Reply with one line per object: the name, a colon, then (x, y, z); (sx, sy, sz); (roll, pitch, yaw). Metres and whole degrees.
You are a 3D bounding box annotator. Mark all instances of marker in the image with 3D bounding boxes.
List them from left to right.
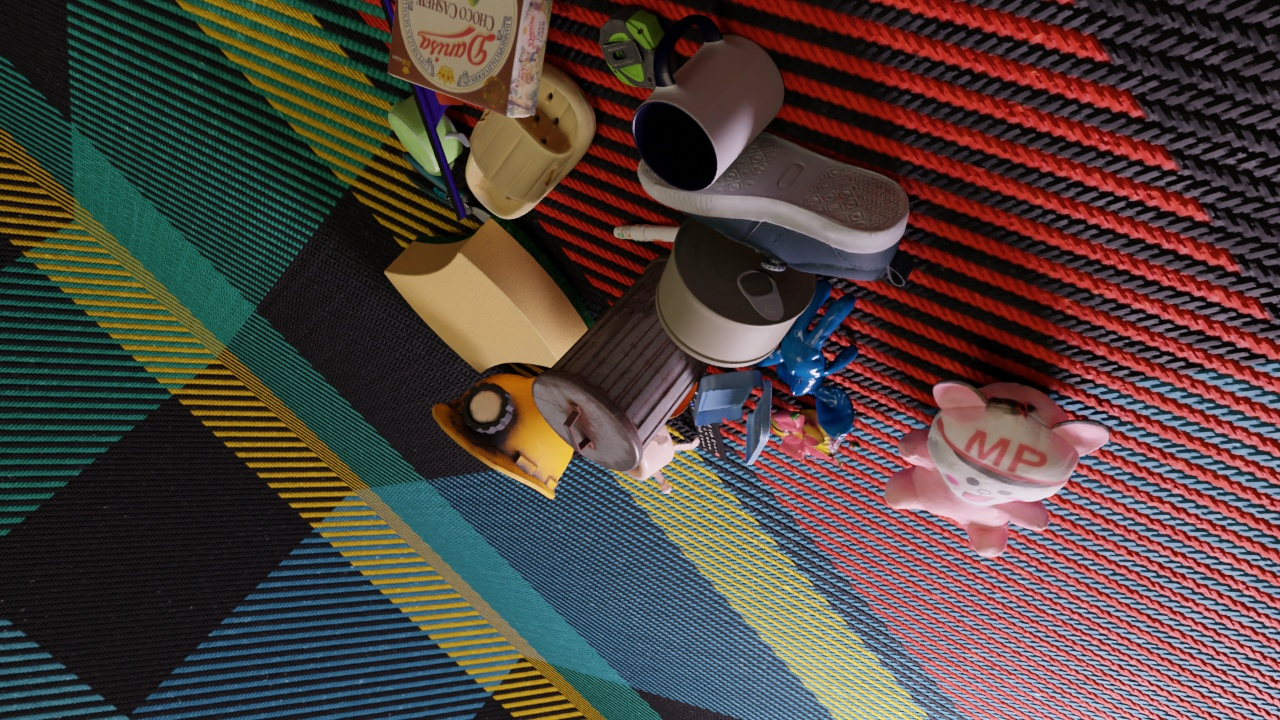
marker: (0.029, -0.126, 0.911); (0.146, 0.017, 0.017); (10, 139, 44)

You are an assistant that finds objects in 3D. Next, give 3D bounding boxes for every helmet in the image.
helmet: (-0.173, 0.088, 1.324); (0.205, 0.131, 0.255); (36, 175, 19)

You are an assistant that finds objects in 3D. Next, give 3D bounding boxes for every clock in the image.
clock: (-0.240, -0.253, 1.022); (0.094, 0.042, 0.119); (53, 165, -14)
clock: (-0.008, 0.083, 1.206); (0.160, 0.086, 0.131); (37, 153, 28)

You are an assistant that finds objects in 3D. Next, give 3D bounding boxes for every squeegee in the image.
squeegee: (-0.158, -0.286, 0.861); (0.185, 0.055, 0.249); (-30, 78, 48)

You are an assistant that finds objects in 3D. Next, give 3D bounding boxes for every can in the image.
can: (0.081, -0.065, 0.810); (0.128, 0.127, 0.073); (37, 148, 8)

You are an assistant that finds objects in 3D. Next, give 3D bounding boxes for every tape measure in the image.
tape measure: (-0.006, -0.254, 0.752); (0.059, 0.035, 0.066); (10, 140, 45)

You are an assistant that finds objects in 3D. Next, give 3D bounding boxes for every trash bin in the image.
trash bin: (-0.006, 0.005, 0.933); (0.131, 0.210, 0.131); (30, 150, 19)

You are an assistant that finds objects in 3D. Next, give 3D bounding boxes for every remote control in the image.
remote control: (0.082, 0.073, 1.128); (0.033, 0.015, 0.147); (21, 146, 33)

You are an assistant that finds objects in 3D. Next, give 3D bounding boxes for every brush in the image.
brush: (-0.194, -0.078, 1.174); (0.251, 0.075, 0.195); (-2, 134, 52)

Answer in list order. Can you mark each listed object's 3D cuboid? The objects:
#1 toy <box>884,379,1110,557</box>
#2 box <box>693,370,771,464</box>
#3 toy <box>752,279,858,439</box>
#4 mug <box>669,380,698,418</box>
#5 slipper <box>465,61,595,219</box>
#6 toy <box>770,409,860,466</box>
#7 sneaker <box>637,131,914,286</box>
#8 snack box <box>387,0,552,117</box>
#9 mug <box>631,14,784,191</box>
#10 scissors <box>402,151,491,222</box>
toy: (0.302, 0.089, 0.810); (0.142, 0.084, 0.213); (28, 151, 18)
box: (0.101, 0.069, 0.972); (0.210, 0.072, 0.079); (87, 173, -77)
toy: (0.167, 0.004, 0.875); (0.113, 0.070, 0.177); (40, 154, 27)
mug: (0.003, 0.014, 1.072); (0.105, 0.082, 0.082); (18, 144, 37)
slipper: (-0.136, -0.208, 0.937); (0.111, 0.079, 0.262); (48, 152, -5)
toy: (0.180, 0.079, 0.991); (0.084, 0.046, 0.104); (40, 160, -28)
sneaker: (0.109, -0.122, 0.753); (0.236, 0.089, 0.087); (22, 152, 23)
snack box: (-0.145, -0.299, 0.786); (0.143, 0.041, 0.147); (26, 117, 24)
mug: (0.047, -0.203, 0.696); (0.079, 0.096, 0.112); (13, 141, 41)
scissors: (-0.236, -0.204, 1.126); (0.150, 0.019, 0.131); (6, 139, 45)
